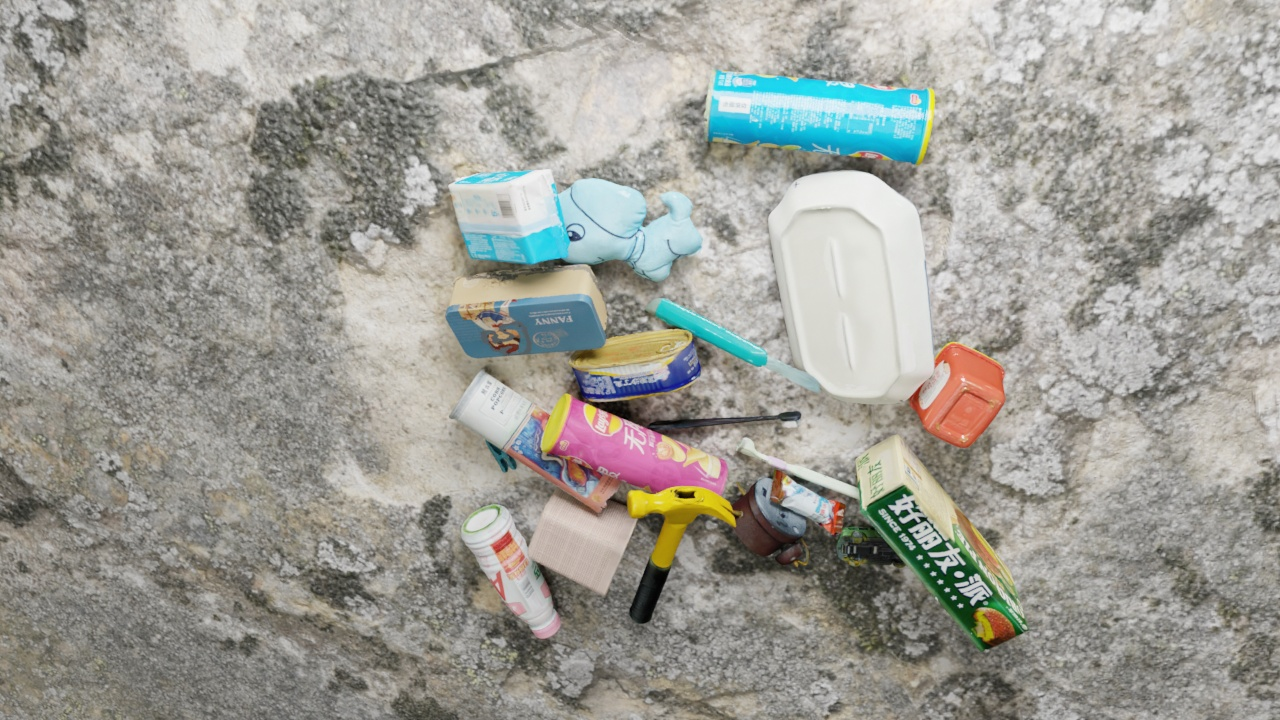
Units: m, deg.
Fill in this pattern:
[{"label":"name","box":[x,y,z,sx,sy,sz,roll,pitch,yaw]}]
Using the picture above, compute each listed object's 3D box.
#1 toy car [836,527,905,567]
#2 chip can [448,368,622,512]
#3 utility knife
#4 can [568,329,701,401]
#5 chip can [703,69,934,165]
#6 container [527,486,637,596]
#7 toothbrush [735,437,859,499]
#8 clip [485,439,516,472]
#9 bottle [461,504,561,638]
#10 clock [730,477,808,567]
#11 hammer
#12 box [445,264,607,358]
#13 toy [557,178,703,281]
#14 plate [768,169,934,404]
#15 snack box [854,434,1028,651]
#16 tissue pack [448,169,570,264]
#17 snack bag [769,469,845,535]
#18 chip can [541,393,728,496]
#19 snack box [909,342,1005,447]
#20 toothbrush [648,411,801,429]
[{"label":"toy car","box":[0.283,0.222,1.105,0.091,0.036,0.043,3,115,11]},{"label":"chip can","box":[-0.121,0.098,1.104,0.214,0.071,0.071,35,117,-7]},{"label":"utility knife","box":[0.102,-0.018,1.016,0.216,0.013,0.029,28,126,10]},{"label":"can","box":[-0.006,0.006,1.033,0.148,0.074,0.049,-9,116,22]},{"label":"chip can","box":[0.169,-0.236,0.886,0.210,0.071,0.071,8,117,8]},{"label":"container","box":[-0.072,0.218,1.145,0.111,0.089,0.090,23,118,3]},{"label":"toothbrush","box":[0.204,0.135,1.088,0.189,0.020,0.029,22,148,-1]},{"label":"clip","box":[-0.176,0.116,1.156,0.042,0.014,0.056,-16,110,18]},{"label":"bottle","box":[-0.164,0.283,1.208,0.068,0.068,0.197,-17,115,18]},{"label":"clock","box":[0.159,0.195,1.091,0.122,0.081,0.055,41,120,-9]},{"label":"hammer","box":[0.027,0.240,1.107,0.128,0.032,0.302,1,140,-13]},{"label":"box","box":[-0.119,-0.054,1.021,0.184,0.061,0.090,-4,142,16]},{"label":"toy","box":[-0.025,-0.142,0.979,0.162,0.049,0.156,-36,108,29]},{"label":"plate","box":[0.213,-0.063,0.950,0.162,0.034,0.266,3,119,32]},{"label":"snack box","box":[0.340,0.206,1.042,0.063,0.114,0.240,-36,105,23]},{"label":"tissue pack","box":[-0.137,-0.152,0.968,0.140,0.063,0.090,9,122,42]},{"label":"snack bag","box":[0.197,0.167,1.081,0.104,0.048,0.026,32,140,-19]},{"label":"chip can","box":[-0.005,0.110,1.065,0.210,0.071,0.072,23,118,-14]},{"label":"snack box","box":[0.339,0.039,0.980,0.082,0.080,0.091,27,118,-2]},{"label":"toothbrush","box":[0.098,0.074,1.081,0.181,0.015,0.018,-3,124,12]}]
